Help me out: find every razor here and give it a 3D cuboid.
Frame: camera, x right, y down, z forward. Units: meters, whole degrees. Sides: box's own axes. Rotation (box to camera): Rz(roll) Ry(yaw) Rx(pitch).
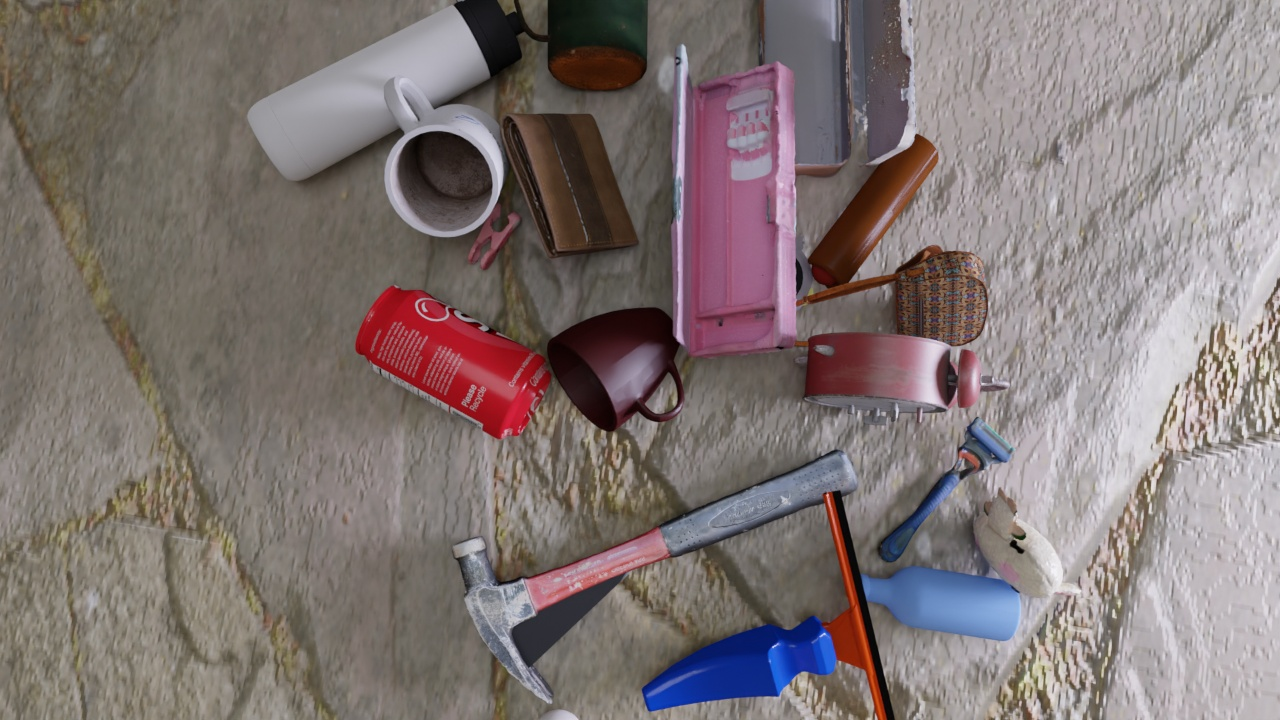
[{"bbox_3d":[0.244,0.110,0.753,0.044,0.018,0.141,43,88,2],"label":"razor"}]

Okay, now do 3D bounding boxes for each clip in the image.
[{"bbox_3d":[-0.119,-0.102,0.765,0.044,0.023,0.060,7,79,1],"label":"clip"}]

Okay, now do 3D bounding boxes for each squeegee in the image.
[{"bbox_3d":[0.091,0.237,0.718,0.185,0.055,0.249,-16,102,-3],"label":"squeegee"}]

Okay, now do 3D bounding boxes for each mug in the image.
[{"bbox_3d":[-0.048,-0.273,0.747,0.111,0.085,0.081,1,86,-17],"label":"mug"},{"bbox_3d":[-0.157,-0.164,0.708,0.083,0.096,0.119,-30,112,11],"label":"mug"},{"bbox_3d":[-0.004,0.004,0.723,0.088,0.087,0.114,-35,58,-22],"label":"mug"}]

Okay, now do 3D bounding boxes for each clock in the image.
[{"bbox_3d":[0.203,0.020,0.714,0.157,0.110,0.062,6,83,0],"label":"clock"}]

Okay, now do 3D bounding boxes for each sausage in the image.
[{"bbox_3d":[0.192,-0.124,0.760,0.040,0.040,0.155,37,80,2],"label":"sausage"}]

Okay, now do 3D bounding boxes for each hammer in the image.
[{"bbox_3d":[0.023,0.155,0.736,0.326,0.036,0.140,-21,84,-4],"label":"hammer"}]

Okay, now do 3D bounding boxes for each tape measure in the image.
[{"bbox_3d":[0.112,-0.072,0.768,0.064,0.017,0.065,-2,84,-1],"label":"tape measure"}]

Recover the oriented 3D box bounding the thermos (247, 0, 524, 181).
[{"bbox_3d":[-0.209,-0.241,0.756,0.230,0.068,0.101,-30,73,-5],"label":"thermos"}]

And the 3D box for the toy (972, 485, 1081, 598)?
[{"bbox_3d":[0.294,0.147,0.715,0.112,0.087,0.050,40,100,-25],"label":"toy"}]

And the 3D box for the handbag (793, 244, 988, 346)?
[{"bbox_3d":[0.178,-0.042,0.745,0.196,0.093,0.043,-9,53,11],"label":"handbag"}]

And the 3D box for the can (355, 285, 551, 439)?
[{"bbox_3d":[-0.146,0.001,0.725,0.142,0.074,0.074,29,84,1],"label":"can"}]

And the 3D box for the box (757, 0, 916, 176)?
[{"bbox_3d":[0.157,-0.267,0.750,0.115,0.095,0.217,-1,84,2],"label":"box"}]

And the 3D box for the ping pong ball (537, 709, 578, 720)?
[{"bbox_3d":[-0.064,0.293,0.715,0.040,0.040,0.040,0,84,-2],"label":"ping pong ball"}]

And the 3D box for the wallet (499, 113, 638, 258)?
[{"bbox_3d":[-0.055,-0.143,0.740,0.027,0.098,0.121,-25,84,41],"label":"wallet"}]

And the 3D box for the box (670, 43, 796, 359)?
[{"bbox_3d":[0.056,-0.123,0.713,0.100,0.106,0.232,-3,82,39],"label":"box"}]

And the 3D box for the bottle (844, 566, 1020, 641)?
[{"bbox_3d":[0.228,0.189,0.729,0.131,0.048,0.048,9,84,-1],"label":"bottle"}]
